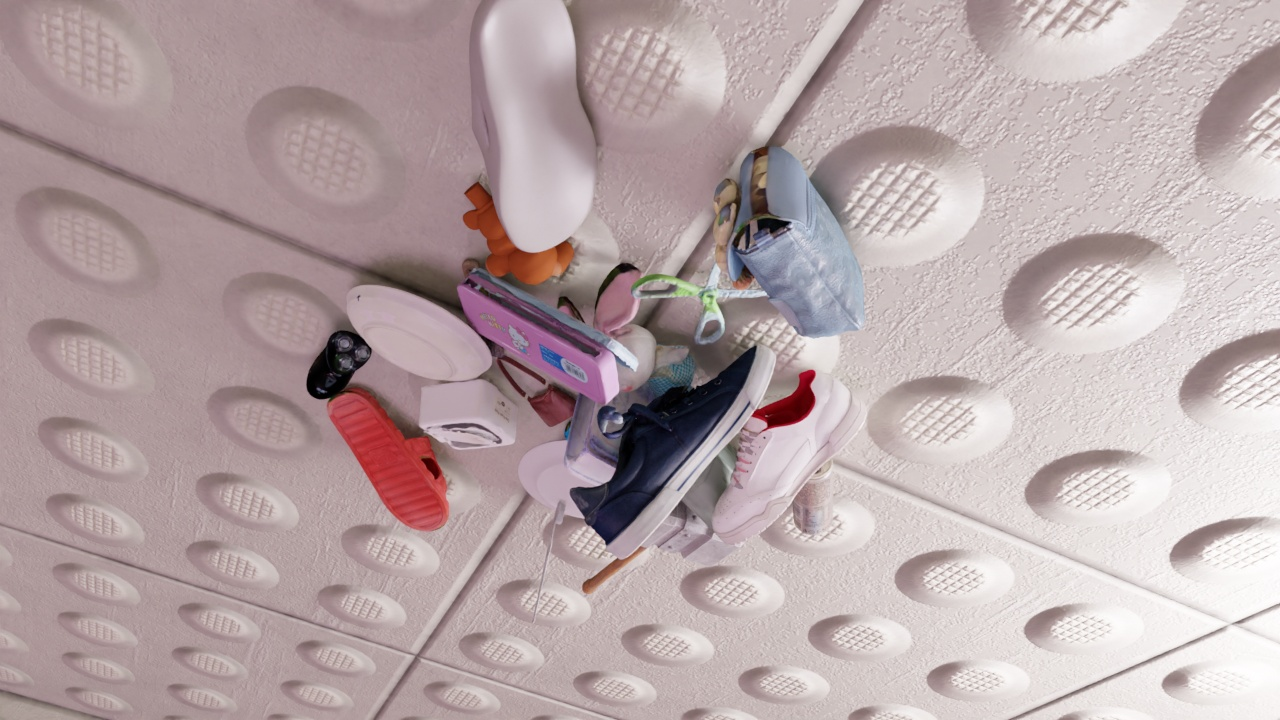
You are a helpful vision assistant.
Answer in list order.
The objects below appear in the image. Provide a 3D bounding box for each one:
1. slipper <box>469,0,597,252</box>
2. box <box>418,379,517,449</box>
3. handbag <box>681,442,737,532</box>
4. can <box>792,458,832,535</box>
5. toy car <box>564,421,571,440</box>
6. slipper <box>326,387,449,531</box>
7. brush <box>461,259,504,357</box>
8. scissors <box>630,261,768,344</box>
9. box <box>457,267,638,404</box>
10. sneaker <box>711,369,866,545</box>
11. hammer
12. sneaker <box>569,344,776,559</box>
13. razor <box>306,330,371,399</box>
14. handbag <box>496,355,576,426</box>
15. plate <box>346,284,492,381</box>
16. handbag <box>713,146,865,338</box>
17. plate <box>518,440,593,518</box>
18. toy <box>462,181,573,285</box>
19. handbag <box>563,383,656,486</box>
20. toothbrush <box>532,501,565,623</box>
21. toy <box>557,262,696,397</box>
[{"bbox_3d":[-0.109,-0.223,0.833,0.112,0.080,0.266,-32,145,-19],"label":"slipper"},{"bbox_3d":[-0.220,0.086,1.156,0.102,0.091,0.107,-8,152,16],"label":"box"},{"bbox_3d":[0.090,0.152,1.173,0.067,0.106,0.122,-21,130,27],"label":"handbag"},{"bbox_3d":[0.226,0.173,1.204,0.054,0.054,0.136,0,136,12],"label":"can"},{"bbox_3d":[-0.065,0.085,1.185,0.048,0.032,0.106,23,138,-14],"label":"toy car"},{"bbox_3d":[-0.337,0.132,1.274,0.104,0.059,0.249,-15,116,25],"label":"slipper"},{"bbox_3d":[-0.186,-0.058,1.069,0.039,0.012,0.151,6,137,6],"label":"brush"},{"bbox_3d":[0.073,-0.072,0.980,0.171,0.021,0.173,2,138,-8],"label":"scissors"},{"bbox_3d":[-0.103,-0.034,0.968,0.214,0.065,0.078,28,160,29],"label":"box"},{"bbox_3d":[0.148,0.105,1.079,0.104,0.090,0.237,38,105,-16],"label":"sneaker"},{"bbox_3d":[-0.006,0.274,1.326,0.162,0.082,0.319,21,137,-22],"label":"hammer"},{"bbox_3d":[0.031,0.066,0.994,0.127,0.293,0.121,44,157,0],"label":"sneaker"},{"bbox_3d":[-0.383,0.013,1.148,0.053,0.063,0.141,30,133,-19],"label":"razor"},{"bbox_3d":[-0.136,0.033,1.152,0.055,0.029,0.119,-30,119,33],"label":"handbag"},{"bbox_3d":[-0.262,-0.021,1.066,0.182,0.034,0.183,18,155,9],"label":"plate"},{"bbox_3d":[0.136,-0.102,0.882,0.119,0.121,0.192,-19,135,27],"label":"handbag"},{"bbox_3d":[-0.083,0.179,1.301,0.188,0.016,0.189,6,138,5],"label":"plate"},{"bbox_3d":[-0.132,-0.133,0.953,0.095,0.065,0.128,-27,117,26],"label":"toy"},{"bbox_3d":[-0.017,0.085,1.083,0.126,0.158,0.069,29,131,-19],"label":"handbag"},{"bbox_3d":[-0.126,0.278,1.268,0.010,0.181,0.010,27,141,-22],"label":"toothbrush"},{"bbox_3d":[-0.006,0.006,1.036,0.131,0.105,0.205,-21,128,34],"label":"toy"}]
